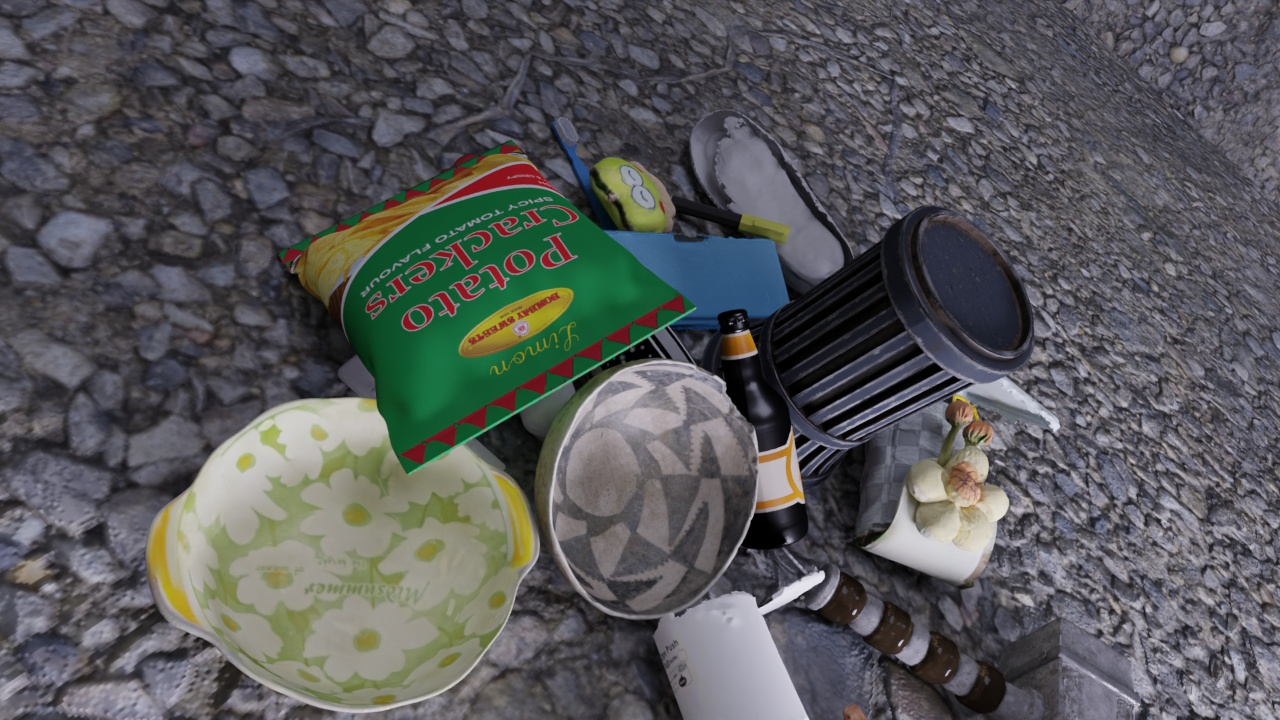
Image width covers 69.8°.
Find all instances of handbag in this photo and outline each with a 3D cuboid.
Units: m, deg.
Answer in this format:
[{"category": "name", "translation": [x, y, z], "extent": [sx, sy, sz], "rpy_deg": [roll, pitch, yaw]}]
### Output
[{"category": "handbag", "translation": [0.258, 0.097, 0.810], "extent": [0.112, 0.124, 0.171], "rpy_deg": [23, 51, -11]}]

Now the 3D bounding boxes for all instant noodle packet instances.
[{"category": "instant noodle packet", "translation": [-0.114, -0.055, 0.610], "extent": [0.195, 0.090, 0.252], "rpy_deg": [-30, 49, -16]}]

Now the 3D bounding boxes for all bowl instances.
[{"category": "bowl", "translation": [-0.008, 0.085, 0.643], "extent": [0.178, 0.081, 0.178], "rpy_deg": [-1, 92, -37]}, {"category": "bowl", "translation": [-0.004, 0.004, 0.728], "extent": [0.120, 0.066, 0.120], "rpy_deg": [50, 11, -14]}, {"category": "bowl", "translation": [-0.169, 0.115, 0.536], "extent": [0.218, 0.060, 0.188], "rpy_deg": [-2, 58, -36]}]

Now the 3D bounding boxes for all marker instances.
[{"category": "marker", "translation": [0.089, -0.143, 0.925], "extent": [0.124, 0.021, 0.017], "rpy_deg": [17, 79, 6]}]

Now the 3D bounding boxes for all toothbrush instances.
[{"category": "toothbrush", "translation": [-0.047, -0.170, 0.884], "extent": [0.016, 0.014, 0.166], "rpy_deg": [-8, 62, -39]}]

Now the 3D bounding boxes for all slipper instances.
[{"category": "slipper", "translation": [0.139, -0.167, 0.974], "extent": [0.112, 0.075, 0.246], "rpy_deg": [-31, 73, -14]}]

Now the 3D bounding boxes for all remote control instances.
[{"category": "remote control", "translation": [-0.152, 0.043, 0.639], "extent": [0.131, 0.012, 0.033], "rpy_deg": [42, 45, 0]}]

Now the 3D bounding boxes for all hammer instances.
[{"category": "hammer", "translation": [0.239, 0.240, 0.723], "extent": [0.326, 0.080, 0.176], "rpy_deg": [33, 43, -2]}]

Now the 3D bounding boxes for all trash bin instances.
[{"category": "trash bin", "translation": [0.182, -0.009, 0.747], "extent": [0.164, 0.228, 0.164], "rpy_deg": [17, 56, -28]}]

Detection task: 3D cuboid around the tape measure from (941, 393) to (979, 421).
[{"category": "tape measure", "translation": [0.314, 0.064, 0.939], "extent": [0.064, 0.037, 0.065], "rpy_deg": [27, 47, -15]}]

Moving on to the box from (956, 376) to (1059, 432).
[{"category": "box", "translation": [0.299, -0.003, 0.902], "extent": [0.189, 0.037, 0.208], "rpy_deg": [33, 3, -4]}]

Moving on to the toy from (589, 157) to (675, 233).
[{"category": "toy", "translation": [-0.002, -0.155, 0.876], "extent": [0.092, 0.046, 0.115], "rpy_deg": [56, 28, 7]}]

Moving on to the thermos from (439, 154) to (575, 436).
[{"category": "thermos", "translation": [-0.099, -0.051, 0.709], "extent": [0.073, 0.073, 0.239], "rpy_deg": [0, 58, -36]}]

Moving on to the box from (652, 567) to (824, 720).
[{"category": "box", "translation": [0.088, 0.211, 0.630], "extent": [0.150, 0.081, 0.106], "rpy_deg": [-6, 60, -34]}]

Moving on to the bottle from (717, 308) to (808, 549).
[{"category": "bottle", "translation": [0.086, 0.051, 0.707], "extent": [0.059, 0.059, 0.182], "rpy_deg": [-21, 103, -44]}]

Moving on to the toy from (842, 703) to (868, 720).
[{"category": "toy", "translation": [0.196, 0.294, 0.642], "extent": [0.106, 0.085, 0.074], "rpy_deg": [30, 65, -26]}]

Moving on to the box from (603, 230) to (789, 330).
[{"category": "box", "translation": [0.039, -0.069, 0.854], "extent": [0.231, 0.053, 0.093], "rpy_deg": [-4, 76, -37]}]
